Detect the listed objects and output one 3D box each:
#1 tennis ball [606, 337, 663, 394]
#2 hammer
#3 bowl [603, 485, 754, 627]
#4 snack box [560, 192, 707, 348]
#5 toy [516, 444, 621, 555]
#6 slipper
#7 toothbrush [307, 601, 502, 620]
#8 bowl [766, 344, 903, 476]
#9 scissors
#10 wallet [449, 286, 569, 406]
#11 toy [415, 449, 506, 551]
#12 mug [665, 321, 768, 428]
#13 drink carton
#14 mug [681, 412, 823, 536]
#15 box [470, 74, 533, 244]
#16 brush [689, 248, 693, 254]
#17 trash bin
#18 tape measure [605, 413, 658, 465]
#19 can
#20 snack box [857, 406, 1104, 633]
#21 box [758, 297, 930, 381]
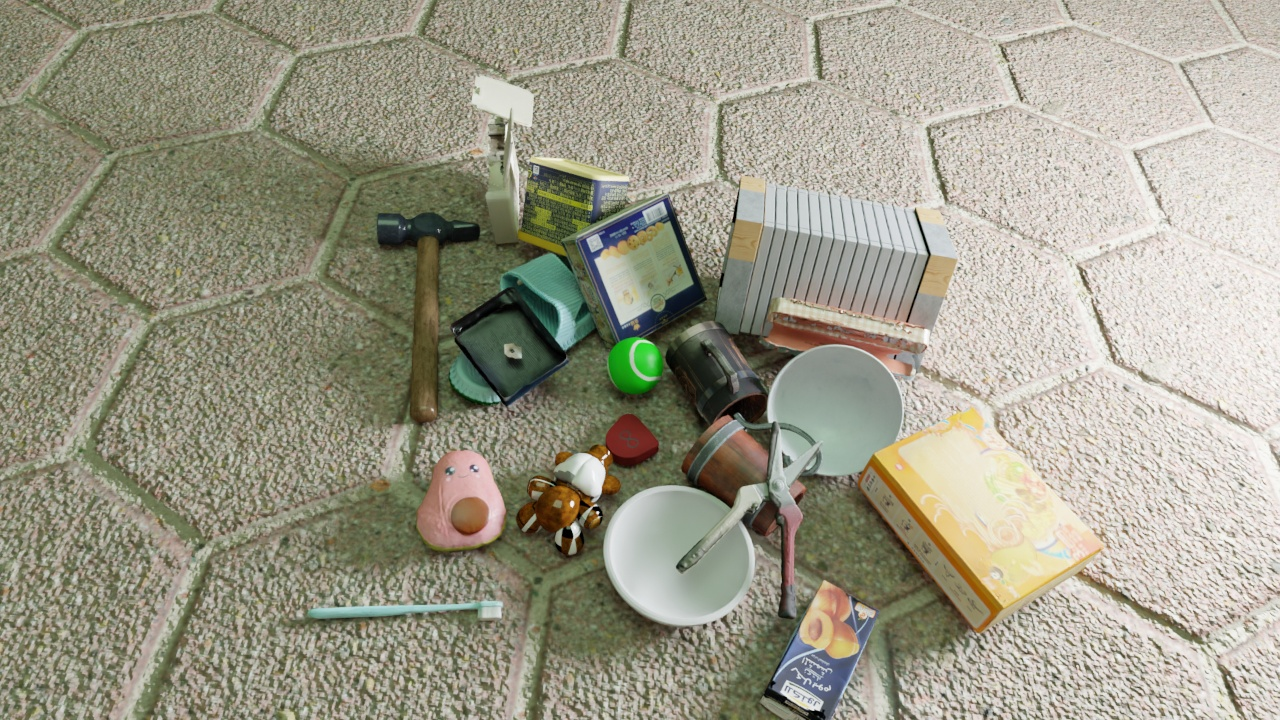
[{"bbox_3d":[-0.006,0.006,1.054,0.065,0.065,0.065,3,50,-4],"label":"tennis ball"},{"bbox_3d":[-0.256,-0.061,1.104,0.129,0.040,0.321,0,51,-11],"label":"hammer"},{"bbox_3d":[0.036,0.199,0.911,0.149,0.043,0.149,4,52,-6],"label":"bowl"},{"bbox_3d":[-0.005,-0.108,1.105,0.144,0.145,0.043,-30,19,-27],"label":"snack box"},{"bbox_3d":[-0.069,0.135,0.946,0.087,0.067,0.112,26,43,15],"label":"toy"},{"bbox_3d":[-0.123,-0.054,1.092,0.116,0.070,0.275,31,54,14],"label":"slipper"},{"bbox_3d":[-0.222,0.238,0.868,0.180,0.016,0.016,1,59,-6],"label":"toothbrush"},{"bbox_3d":[0.215,0.050,1.022,0.144,0.144,0.074,17,11,8],"label":"bowl"},{"bbox_3d":[0.115,0.158,0.895,0.179,0.015,0.198,-13,67,-7],"label":"scissors"},{"bbox_3d":[-0.147,-0.015,1.025,0.089,0.026,0.115,-35,71,-14],"label":"wallet"},{"bbox_3d":[-0.183,0.140,0.931,0.090,0.051,0.109,-5,50,-12],"label":"toy"},{"bbox_3d":[0.085,0.012,1.028,0.080,0.116,0.107,-27,58,-6],"label":"mug"},{"bbox_3d":[0.169,0.279,0.862,0.064,0.040,0.129,27,53,16],"label":"drink carton"},{"bbox_3d":[0.121,0.109,0.961,0.111,0.081,0.117,40,93,20],"label":"mug"},{"bbox_3d":[-0.166,-0.257,1.176,0.080,0.181,0.143,-5,57,-2],"label":"box"},{"bbox_3d":[0.009,-0.134,1.187,0.126,0.017,0.048,-20,54,-37],"label":"brush"},{"bbox_3d":[0.226,-0.109,1.101,0.247,0.143,0.142,11,32,3],"label":"trash bin"},{"bbox_3d":[-0.015,0.090,1.014,0.051,0.019,0.059,-26,50,-23],"label":"tape measure"},{"bbox_3d":[-0.084,-0.191,1.152,0.135,0.104,0.075,24,23,38],"label":"can"},{"bbox_3d":[0.345,0.163,0.952,0.145,0.081,0.195,-21,56,-22],"label":"snack box"},{"bbox_3d":[0.230,-0.025,1.036,0.187,0.057,0.067,12,89,1],"label":"box"}]
